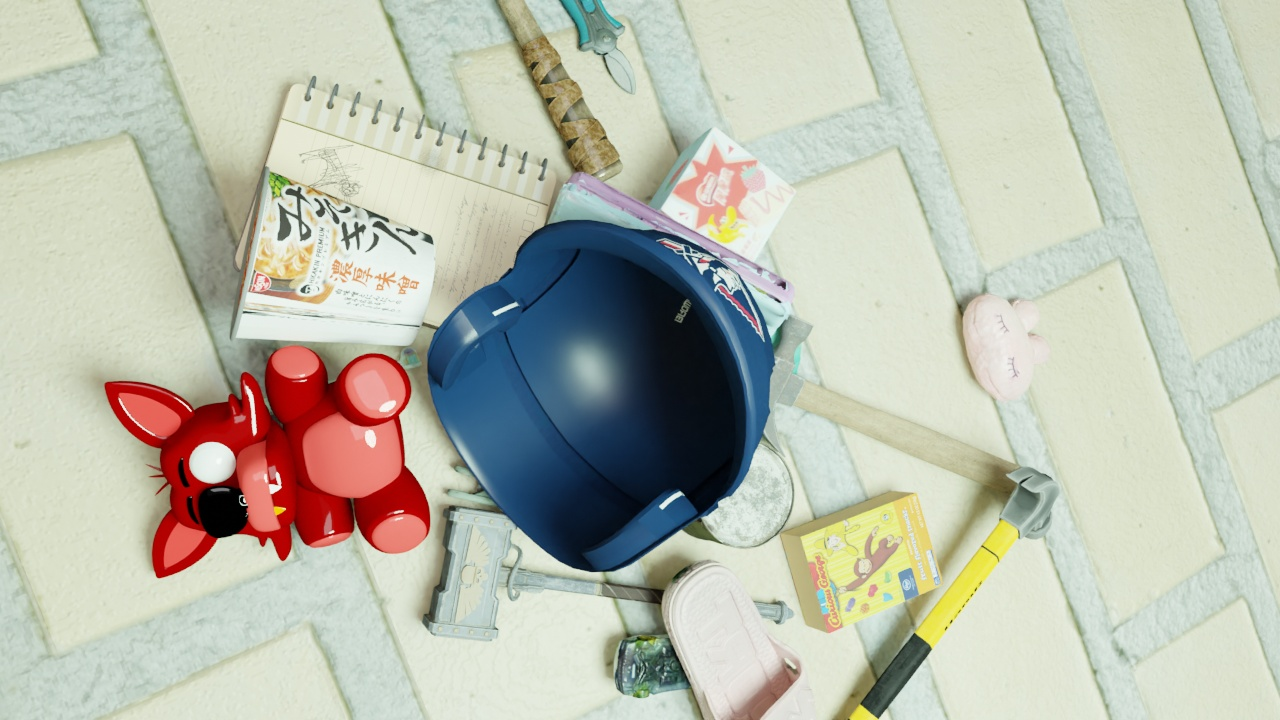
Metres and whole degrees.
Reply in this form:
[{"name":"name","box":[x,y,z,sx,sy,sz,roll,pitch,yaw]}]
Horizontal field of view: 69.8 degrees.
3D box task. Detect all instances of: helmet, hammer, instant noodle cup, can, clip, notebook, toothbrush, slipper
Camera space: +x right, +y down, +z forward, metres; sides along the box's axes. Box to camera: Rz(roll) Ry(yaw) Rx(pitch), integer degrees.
[{"name":"helmet","box":[-0.004,0.004,0.669,0.222,0.273,0.232,-38,83,-28]},{"name":"hammer","box":[-0.104,-0.297,0.783,0.121,0.049,0.319,-31,96,-21]},{"name":"instant noodle cup","box":[-0.221,-0.064,0.666,0.121,0.124,0.123,12,81,-26]},{"name":"hammer","box":[-0.012,0.195,0.770,0.321,0.044,0.098,13,81,-19]},{"name":"can","box":[0.075,0.112,0.786,0.089,0.075,0.090,2,85,-20]},{"name":"clip","box":[-0.119,0.107,0.750,0.076,0.023,0.044,18,78,-18]},{"name":"notebook","box":[-0.192,-0.120,0.746,0.225,0.024,0.167,17,81,-16]},{"name":"hammer","box":[0.274,0.229,0.830,0.034,0.170,0.324,36,83,33]},{"name":"toothbrush","box":[-0.248,0.021,0.718,0.154,0.015,0.022,-20,57,-20]},{"name":"hammer","box":[0.246,0.068,0.867,0.331,0.031,0.119,21,98,-21]},{"name":"slipper","box":[0.095,0.275,0.764,0.094,0.064,0.239,-31,107,-23]}]

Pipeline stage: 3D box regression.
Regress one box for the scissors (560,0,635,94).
[{"name":"scissors","box":[-0.050,-0.303,0.814,0.138,0.019,0.136,9,84,-18]}]

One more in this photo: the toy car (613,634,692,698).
[{"name":"toy car","box":[0.023,0.255,0.777,0.105,0.033,0.048,6,85,-31]}]

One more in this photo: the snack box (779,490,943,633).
[{"name":"snack box","box":[0.202,0.182,0.840,0.125,0.040,0.088,-16,90,-19]}]

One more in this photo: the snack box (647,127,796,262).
[{"name":"snack box","box":[0.063,-0.131,0.802,0.094,0.080,0.093,35,75,-12]}]

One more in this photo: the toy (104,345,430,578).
[{"name":"toy","box":[-0.259,0.074,0.658,0.197,0.120,0.158,-9,113,-15]}]

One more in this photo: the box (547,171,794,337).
[{"name":"box","box":[0.024,-0.080,0.766,0.214,0.077,0.033,28,56,-2]}]

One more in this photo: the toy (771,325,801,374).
[{"name":"toy","box":[0.098,-0.017,0.830,0.105,0.033,0.085,-1,96,-19]}]

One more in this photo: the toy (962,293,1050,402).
[{"name":"toy","box":[0.366,-0.019,0.911,0.104,0.053,0.108,-21,90,-34]}]
